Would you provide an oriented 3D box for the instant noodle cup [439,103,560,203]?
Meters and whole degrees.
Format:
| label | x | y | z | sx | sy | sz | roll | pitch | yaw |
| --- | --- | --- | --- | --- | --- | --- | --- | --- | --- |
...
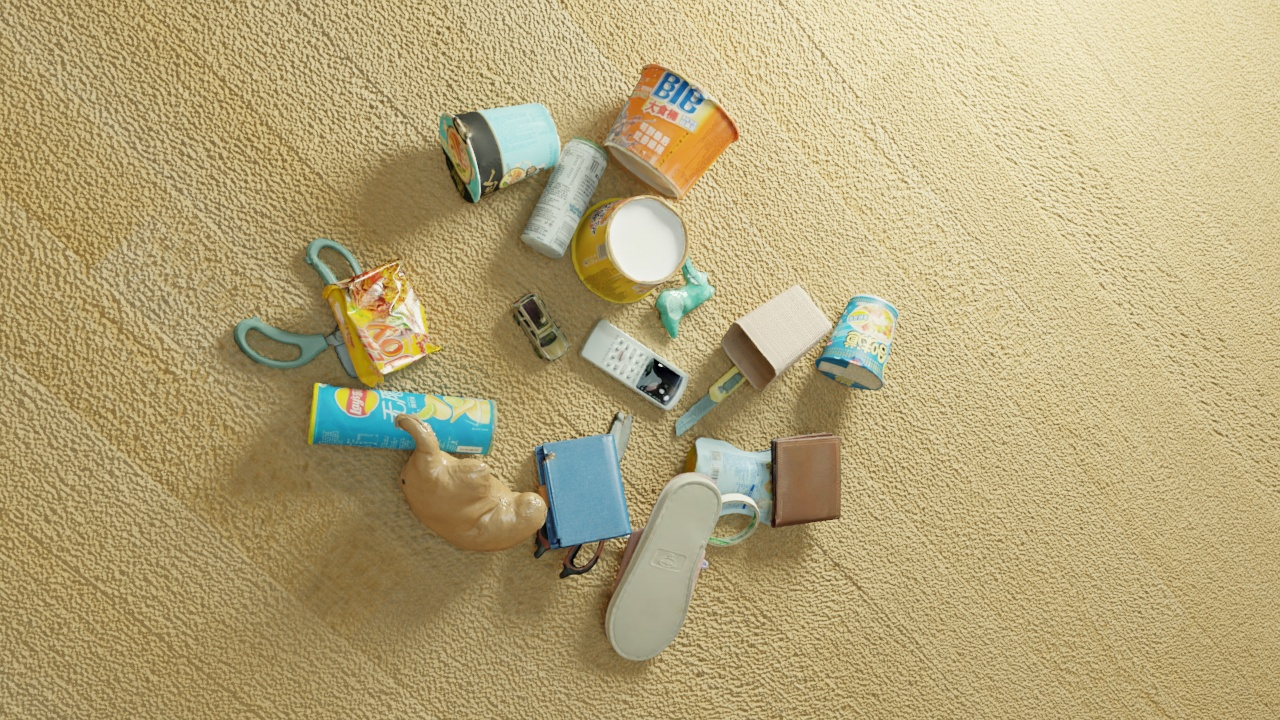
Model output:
| label | x | y | z | sx | sy | sz | roll | pitch | yaw |
| --- | --- | --- | --- | --- | --- | --- | --- | --- | --- |
| instant noodle cup | -0.165 | -0.259 | 1.108 | 0.120 | 0.111 | 0.111 | -22 | 97 | -23 |

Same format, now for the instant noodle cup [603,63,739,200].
| label | x | y | z | sx | sy | sz | roll | pitch | yaw |
| --- | --- | --- | --- | --- | --- | --- | --- | --- | --- |
| instant noodle cup | 0.032 | -0.279 | 1.151 | 0.151 | 0.151 | 0.111 | 35 | 88 | -16 |

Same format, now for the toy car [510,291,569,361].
| label | x | y | z | sx | sy | sz | roll | pitch | yaw |
| --- | --- | --- | --- | --- | --- | --- | --- | --- | --- |
| toy car | -0.125 | -0.041 | 1.156 | 0.042 | 0.035 | 0.090 | -35 | 103 | -14 |

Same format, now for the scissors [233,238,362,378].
| label | x | y | z | sx | sy | sz | roll | pitch | yaw |
| --- | --- | --- | --- | --- | --- | --- | --- | --- | --- |
| scissors | -0.393 | -0.050 | 1.075 | 0.179 | 0.019 | 0.170 | -18 | 97 | -18 |

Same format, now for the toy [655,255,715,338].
| label | x | y | z | sx | sy | sz | roll | pitch | yaw |
| --- | --- | --- | --- | --- | --- | --- | --- | --- | --- |
| toy | 0.058 | -0.089 | 1.216 | 0.091 | 0.030 | 0.096 | -32 | 114 | -19 |

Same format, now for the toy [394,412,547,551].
| label | x | y | z | sx | sy | sz | roll | pitch | yaw |
| --- | --- | --- | --- | --- | --- | --- | --- | --- | --- |
| toy | -0.218 | 0.151 | 1.075 | 0.144 | 0.082 | 0.226 | -32 | 123 | 26 |

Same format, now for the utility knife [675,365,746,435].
| label | x | y | z | sx | sy | sz | roll | pitch | yaw |
| --- | --- | --- | --- | --- | --- | --- | --- | --- | --- |
| utility knife | 0.127 | 0.028 | 1.253 | 0.219 | 0.022 | 0.031 | -39 | 93 | -10 |

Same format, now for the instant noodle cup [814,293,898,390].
| label | x | y | z | sx | sy | sz | roll | pitch | yaw |
| --- | --- | --- | --- | --- | --- | --- | --- | --- | --- |
| instant noodle cup | 0.308 | -0.028 | 1.272 | 0.099 | 0.099 | 0.109 | 29 | 74 | -16 |

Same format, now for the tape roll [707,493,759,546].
| label | x | y | z | sx | sy | sz | roll | pitch | yaw |
| --- | --- | --- | --- | --- | --- | --- | --- | --- | --- |
| tape roll | 0.117 | 0.214 | 1.226 | 0.085 | 0.014 | 0.086 | -6 | 125 | -9 |

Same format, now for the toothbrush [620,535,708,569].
| label | x | y | z | sx | sy | sz | roll | pitch | yaw |
| --- | --- | --- | --- | --- | --- | --- | --- | --- | --- |
| toothbrush | 0.009 | 0.243 | 1.212 | 0.189 | 0.021 | 0.029 | 24 | 80 | -19 |

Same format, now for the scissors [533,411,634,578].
| label | x | y | z | sx | sy | sz | roll | pitch | yaw |
| --- | --- | --- | --- | --- | --- | --- | --- | --- | --- |
| scissors | -0.071 | 0.164 | 1.178 | 0.193 | 0.015 | 0.206 | -17 | 72 | -1 |

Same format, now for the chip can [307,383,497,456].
| label | x | y | z | sx | sy | sz | roll | pitch | yaw |
| --- | --- | --- | --- | --- | --- | --- | --- | --- | --- |
| chip can | -0.280 | 0.071 | 1.086 | 0.210 | 0.071 | 0.071 | 6 | 89 | -19 |

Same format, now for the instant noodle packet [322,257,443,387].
| label | x | y | z | sx | sy | sz | roll | pitch | yaw |
| --- | --- | --- | --- | --- | --- | --- | --- | --- | --- |
| instant noodle packet | -0.300 | -0.045 | 1.078 | 0.110 | 0.044 | 0.128 | -30 | 102 | -40 |

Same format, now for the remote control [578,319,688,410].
| label | x | y | z | sx | sy | sz | roll | pitch | yaw |
| --- | --- | --- | --- | --- | --- | --- | --- | --- | --- |
| remote control | -0.007 | 0.007 | 1.202 | 0.150 | 0.021 | 0.058 | 33 | 81 | -15 |

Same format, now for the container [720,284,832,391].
| label | x | y | z | sx | sy | sz | roll | pitch | yaw |
| --- | --- | --- | --- | --- | --- | --- | --- | --- | --- |
| container | 0.183 | -0.032 | 1.221 | 0.110 | 0.090 | 0.090 | -34 | 79 | -19 |

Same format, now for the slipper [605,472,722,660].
| label | x | y | z | sx | sy | sz | roll | pitch | yaw |
| --- | --- | --- | --- | --- | --- | --- | --- | --- | --- |
| slipper | 0.027 | 0.263 | 1.182 | 0.114 | 0.054 | 0.275 | 13 | 107 | -18 |

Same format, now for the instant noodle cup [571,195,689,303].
| label | x | y | z | sx | sy | sz | roll | pitch | yaw |
| --- | --- | --- | --- | --- | --- | --- | --- | --- | --- |
| instant noodle cup | -0.007 | -0.145 | 1.154 | 0.138 | 0.110 | 0.138 | 0 | 89 | -19 |

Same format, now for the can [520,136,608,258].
| label | x | y | z | sx | sy | sz | roll | pitch | yaw |
| --- | --- | --- | --- | --- | --- | --- | --- | --- | --- |
| can | -0.094 | -0.204 | 1.151 | 0.058 | 0.058 | 0.146 | 27 | 82 | -17 |

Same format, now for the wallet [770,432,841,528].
| label | x | y | z | sx | sy | sz | roll | pitch | yaw |
| --- | --- | --- | --- | --- | --- | --- | --- | --- | --- |
| wallet | 0.222 | 0.162 | 1.245 | 0.101 | 0.032 | 0.124 | -3 | 95 | -21 |

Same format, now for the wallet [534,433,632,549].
| label | x | y | z | sx | sy | sz | roll | pitch | yaw |
| --- | --- | --- | --- | --- | --- | --- | --- | --- | --- |
| wallet | -0.073 | 0.164 | 1.150 | 0.106 | 0.040 | 0.133 | -9 | 73 | -8 |

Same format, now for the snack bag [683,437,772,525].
| label | x | y | z | sx | sy | sz | roll | pitch | yaw |
| --- | --- | --- | --- | --- | --- | --- | --- | --- | --- |
| snack bag | 0.150 | 0.167 | 1.248 | 0.190 | 0.039 | 0.110 | 9 | 85 | -21 |
